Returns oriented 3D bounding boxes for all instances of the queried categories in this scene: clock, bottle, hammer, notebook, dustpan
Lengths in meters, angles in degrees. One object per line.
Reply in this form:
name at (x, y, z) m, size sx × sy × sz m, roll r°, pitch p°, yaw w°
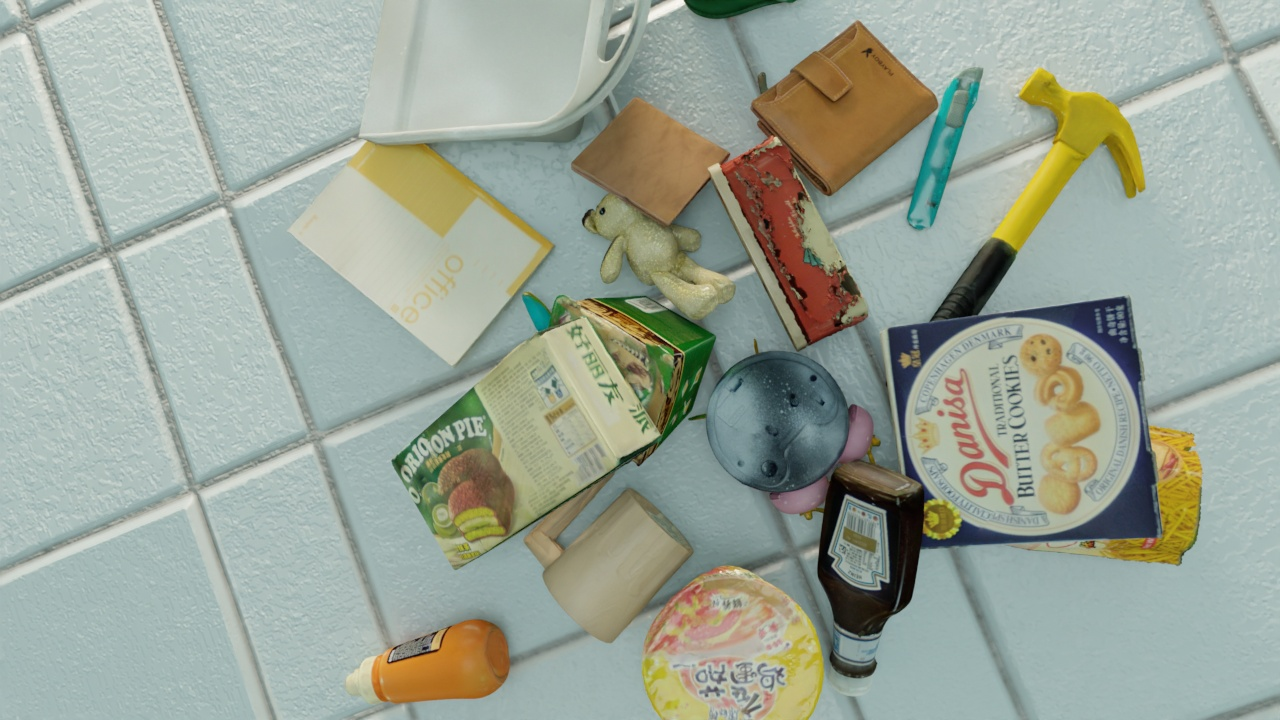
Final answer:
clock at (0.129, 0.064, 0.777) m, size 0.158 × 0.060 × 0.117 m, roll 41°, pitch 91°, yaw 8°
bottle at (-0.192, 0.272, 0.807) m, size 0.150 × 0.066 × 0.066 m, roll -16°, pitch 86°, yaw 13°
hammer at (0.306, -0.094, 0.776) m, size 0.129 × 0.033 × 0.301 m, roll 35°, pitch 92°, yaw 8°
notebook at (-0.201, -0.110, 0.838) m, size 0.206 × 0.010 × 0.146 m, roll 39°, pitch 86°, yaw 9°
bottle at (0.180, 0.181, 0.743) m, size 0.080 × 0.043 × 0.195 m, roll 21°, pitch 116°, yaw 43°
dustpan at (-0.118, -0.293, 0.778) m, size 0.258 × 0.142 × 0.222 m, roll 9°, pitch 88°, yaw 2°

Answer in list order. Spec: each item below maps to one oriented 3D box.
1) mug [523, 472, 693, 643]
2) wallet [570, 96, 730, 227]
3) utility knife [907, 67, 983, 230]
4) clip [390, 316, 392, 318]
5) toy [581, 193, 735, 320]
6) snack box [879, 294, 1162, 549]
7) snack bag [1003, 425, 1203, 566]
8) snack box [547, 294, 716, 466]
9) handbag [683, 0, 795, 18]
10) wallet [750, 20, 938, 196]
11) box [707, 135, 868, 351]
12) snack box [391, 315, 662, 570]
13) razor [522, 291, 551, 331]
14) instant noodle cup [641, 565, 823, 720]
mug at (-0.030, 0.160, 0.788) m, size 0.103 × 0.084 × 0.124 m, roll -46°, pitch 57°, yaw 1°
wallet at (0.009, -0.172, 0.792) m, size 0.101 × 0.020 × 0.115 m, roll 33°, pitch 55°, yaw 8°
utility knife at (0.264, -0.185, 0.794) m, size 0.029 × 0.013 × 0.151 m, roll 17°, pitch 90°, yaw 9°
clip at (-0.206, -0.055, 0.844) m, size 0.057 × 0.014 × 0.047 m, roll -14°, pitch 84°, yaw 7°
toy at (0.016, -0.092, 0.780) m, size 0.105 × 0.066 × 0.157 m, roll -31°, pitch 59°, yaw -23°
snack box at (0.292, 0.052, 0.715) m, size 0.183 × 0.045 × 0.178 m, roll -8°, pitch 90°, yaw 19°
snack bag at (0.337, 0.097, 0.755) m, size 0.208 × 0.073 × 0.128 m, roll 8°, pitch 89°, yaw 14°
snack box at (-0.004, 0.004, 0.752) m, size 0.118 × 0.105 × 0.118 m, roll 31°, pitch 123°, yaw 24°
handbag at (0.085, -0.374, 0.797) m, size 0.120 × 0.068 × 0.131 m, roll -4°, pitch 87°, yaw 6°
wallet at (0.170, -0.222, 0.790) m, size 0.130 × 0.035 × 0.119 m, roll -40°, pitch 85°, yaw -11°
box at (0.130, -0.099, 0.767) m, size 0.080 × 0.091 × 0.168 m, roll -27°, pitch 85°, yaw 7°
snack box at (-0.100, 0.073, 0.739) m, size 0.241 × 0.063 × 0.114 m, roll -38°, pitch 82°, yaw 40°
razor at (-0.073, -0.001, 0.818) m, size 0.043 × 0.028 × 0.132 m, roll -27°, pitch 87°, yaw 36°
instant noodle cup at (0.076, 0.235, 0.749) m, size 0.138 × 0.109 × 0.138 m, roll 0°, pitch 88°, yaw 7°
